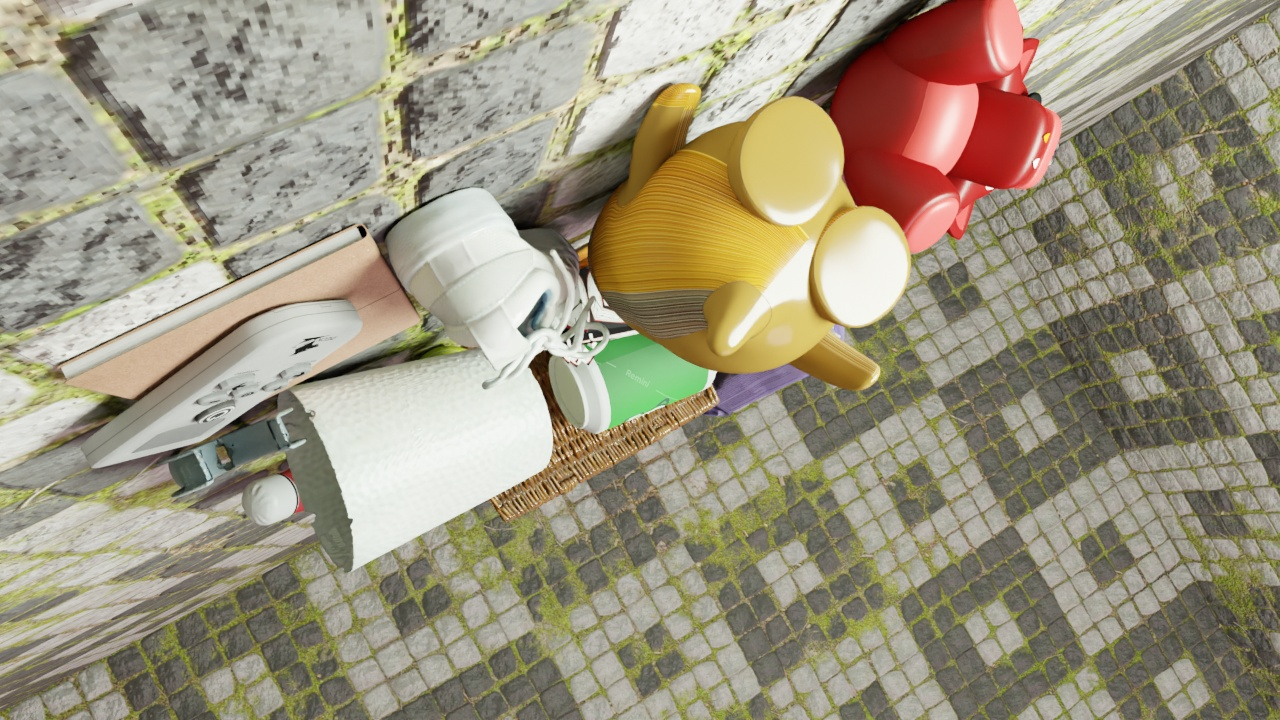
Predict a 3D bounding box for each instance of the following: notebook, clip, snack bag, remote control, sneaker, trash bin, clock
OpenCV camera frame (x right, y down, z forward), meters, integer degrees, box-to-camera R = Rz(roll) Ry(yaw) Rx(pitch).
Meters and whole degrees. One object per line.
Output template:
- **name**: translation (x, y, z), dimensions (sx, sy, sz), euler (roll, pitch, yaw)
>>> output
- **notebook**: translation (-0.197, -0.012, 0.502), dimensions (0.141, 0.008, 0.209), euler (-28, 176, -10)
- **clip**: translation (-0.290, 0.069, 0.594), dimensions (0.127, 0.028, 0.167), euler (-25, -175, -33)
- **snack bag**: translation (0.119, -0.018, 0.920), dimensions (0.058, 0.096, 0.206), euler (25, 146, -27)
- **remote control**: translation (-0.213, 0.013, 0.478), dimensions (0.151, 0.019, 0.074), euler (-30, 176, 21)
- **sneaker**: translation (-0.074, -0.030, 0.546), dimensions (0.089, 0.090, 0.242), euler (-30, 177, 4)
- **trash bin**: translation (-0.159, 0.060, 0.668), dimensions (0.161, 0.133, 0.134), euler (-20, 172, -32)
- **clock**: translation (-0.057, -0.029, 0.724), dimensions (0.155, 0.065, 0.114), euler (-11, 177, 3)

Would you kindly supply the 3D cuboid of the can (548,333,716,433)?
- **can**: translation (-0.005, 0.005, 0.826), dimensions (0.139, 0.088, 0.088), euler (-21, 174, -24)

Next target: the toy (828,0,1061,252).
- **toy**: translation (0.211, -0.153, 0.610), dimensions (0.196, 0.120, 0.158), euler (-6, 116, -50)

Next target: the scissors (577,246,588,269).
- **scissors**: translation (-0.009, -0.098, 0.713), dimensions (0.133, 0.012, 0.096), euler (-31, 176, 17)

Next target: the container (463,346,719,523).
- **container**: translation (-0.087, 0.040, 0.939), dimensions (0.249, 0.162, 0.183), euler (-27, -179, -23)

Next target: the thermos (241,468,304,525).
- **thermos**: translation (-0.305, 0.116, 0.943), dimensions (0.073, 0.073, 0.239), euler (-30, 175, 25)

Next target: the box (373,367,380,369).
- **box**: translation (-0.232, 0.039, 0.806), dimensions (0.064, 0.033, 0.209), euler (-28, 175, -8)

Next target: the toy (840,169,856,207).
- **toy**: translation (0.125, -0.111, 0.688), dimensions (0.237, 0.192, 0.097), euler (-50, -142, 7)

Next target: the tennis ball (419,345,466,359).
- **tennis ball**: translation (-0.160, 0.020, 0.770), dimensions (0.065, 0.065, 0.065), euler (-29, 176, -2)

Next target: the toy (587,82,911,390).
- **toy**: translation (0.045, -0.070, 0.551), dimensions (0.162, 0.198, 0.204), euler (-45, -159, -16)
